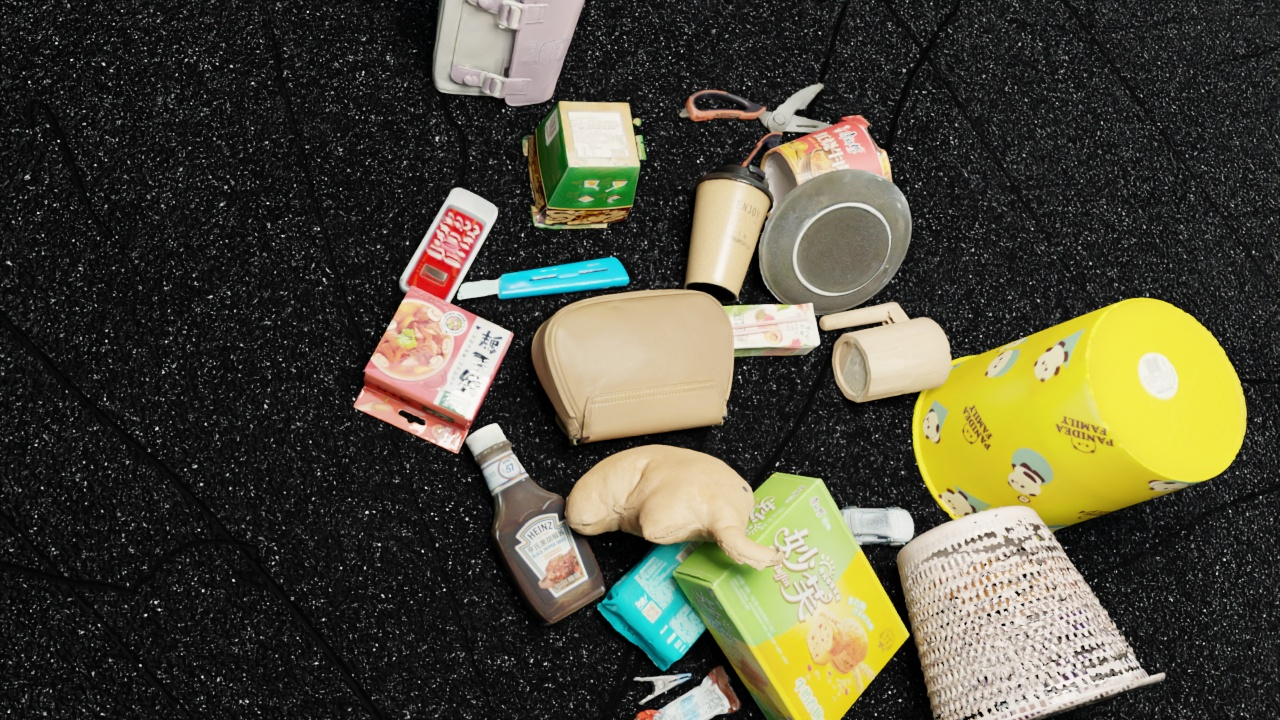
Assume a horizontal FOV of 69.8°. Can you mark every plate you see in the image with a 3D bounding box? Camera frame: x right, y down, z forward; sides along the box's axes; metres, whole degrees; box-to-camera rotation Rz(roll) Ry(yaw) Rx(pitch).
[{"bbox_3d":[0.221,-0.126,1.024,0.179,0.180,0.024,5,29,-16],"label":"plate"}]

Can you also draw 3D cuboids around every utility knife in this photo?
[{"bbox_3d":[-0.104,-0.084,0.981,0.187,0.018,0.034,-10,76,-19],"label":"utility knife"}]

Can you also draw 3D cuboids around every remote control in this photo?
[{"bbox_3d":[-0.200,-0.119,0.961,0.056,0.020,0.135,27,66,-6],"label":"remote control"}]

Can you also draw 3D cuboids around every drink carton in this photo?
[{"bbox_3d":[0.135,-0.034,1.023,0.122,0.046,0.053,-2,74,-18],"label":"drink carton"}]

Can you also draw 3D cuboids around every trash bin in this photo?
[{"bbox_3d":[0.459,0.065,0.976,0.229,0.256,0.229,5,71,-15],"label":"trash bin"},{"bbox_3d":[0.361,0.260,0.916,0.227,0.228,0.192,-6,61,-19],"label":"trash bin"}]

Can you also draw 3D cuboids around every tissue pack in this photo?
[{"bbox_3d":[0.033,0.226,0.899,0.093,0.050,0.133,47,65,-1],"label":"tissue pack"}]

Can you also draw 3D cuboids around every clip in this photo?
[{"bbox_3d":[0.022,0.312,0.882,0.056,0.024,0.026,-9,72,-16],"label":"clip"}]

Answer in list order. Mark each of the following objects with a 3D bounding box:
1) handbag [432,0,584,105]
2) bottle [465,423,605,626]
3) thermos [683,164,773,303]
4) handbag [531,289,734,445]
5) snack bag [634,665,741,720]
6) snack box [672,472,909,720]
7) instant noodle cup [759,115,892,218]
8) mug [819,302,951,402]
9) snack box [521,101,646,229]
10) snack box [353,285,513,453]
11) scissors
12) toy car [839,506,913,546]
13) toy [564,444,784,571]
[{"bbox_3d":[-0.139,-0.363,0.968,0.145,0.197,0.098,3,68,-17],"label":"handbag"},{"bbox_3d":[-0.109,0.153,0.884,0.079,0.044,0.195,-25,80,-24],"label":"bottle"},{"bbox_3d":[0.094,-0.141,1.028,0.093,0.093,0.143,17,74,-11],"label":"thermos"},{"bbox_3d":[-0.006,0.005,0.941,0.204,0.100,0.147,-6,81,-19],"label":"handbag"},{"bbox_3d":[0.046,0.336,0.879,0.105,0.026,0.045,-22,70,-24],"label":"snack bag"},{"bbox_3d":[0.149,0.237,0.885,0.157,0.070,0.210,-39,108,-25],"label":"snack box"},{"bbox_3d":[0.208,-0.202,1.064,0.108,0.138,0.138,-17,77,-13],"label":"instant noodle cup"},{"bbox_3d":[0.275,-0.015,1.050,0.103,0.084,0.124,-10,51,-19],"label":"mug"},{"bbox_3d":[-0.060,-0.219,0.993,0.117,0.106,0.118,-5,72,-18],"label":"snack box"},{"bbox_3d":[-0.203,0.008,0.903,0.113,0.044,0.126,25,67,-8],"label":"snack box"},{"bbox_3d":[0.153,-0.292,1.136,0.189,0.015,0.226,34,64,-4],"label":"scissors"},{"bbox_3d":[0.256,0.179,0.996,0.090,0.034,0.042,5,67,-17],"label":"toy car"},{"bbox_3d":[0.041,0.133,0.853,0.143,0.226,0.082,-38,124,-44],"label":"toy"}]
